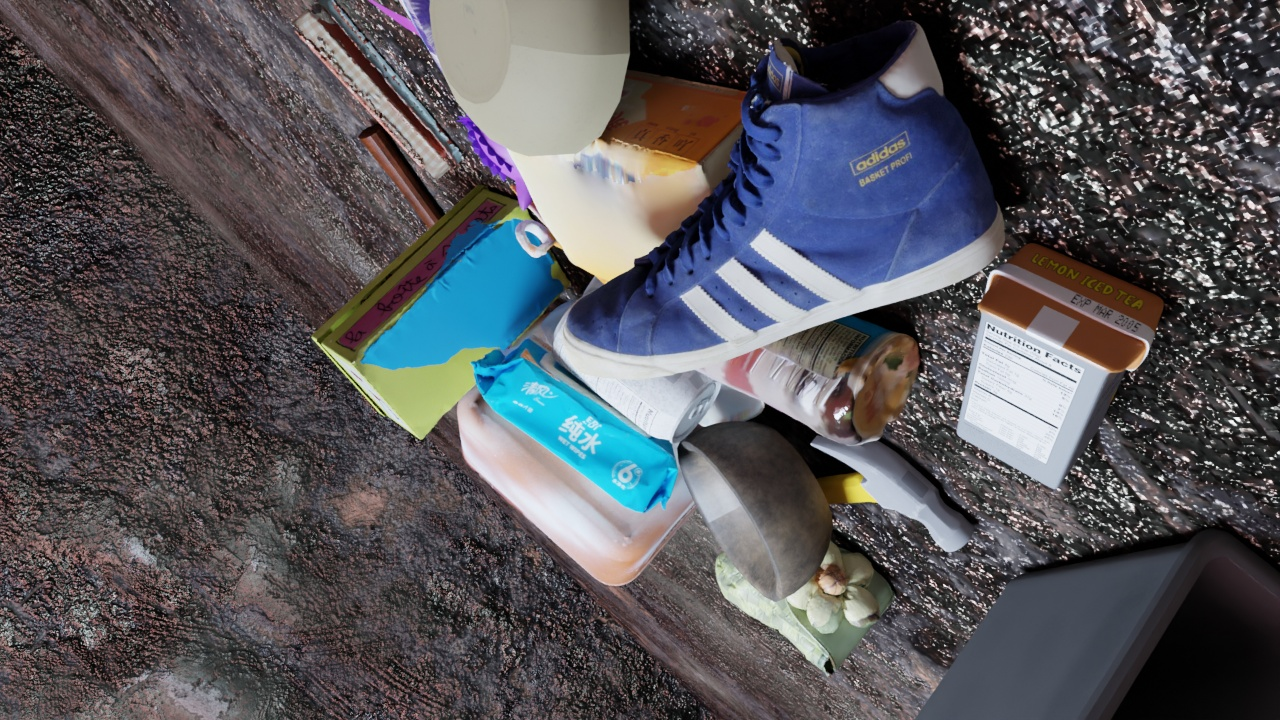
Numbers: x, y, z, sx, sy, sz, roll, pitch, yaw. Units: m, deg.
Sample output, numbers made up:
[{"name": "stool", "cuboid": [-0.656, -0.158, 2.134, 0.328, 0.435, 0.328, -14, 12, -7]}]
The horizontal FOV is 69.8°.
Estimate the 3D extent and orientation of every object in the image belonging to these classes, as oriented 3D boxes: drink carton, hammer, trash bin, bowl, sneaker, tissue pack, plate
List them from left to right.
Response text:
[{"name": "hammer", "cuboid": [-0.221, -0.139, 1.049, 0.111, 0.028, 0.301, 20, 151, 47]}, {"name": "bowl", "cuboid": [-0.074, -0.187, 0.507, 0.152, 0.050, 0.152, 26, 126, 43]}, {"name": "tissue pack", "cuboid": [-0.057, 0.051, 0.832, 0.209, 0.066, 0.117, 36, -171, -6]}, {"name": "trash bin", "cuboid": [-0.055, 0.093, 0.985, 0.260, 0.181, 0.158, 41, 160, 9]}, {"name": "plate", "cuboid": [0.029, -0.013, 0.832, 0.187, 0.016, 0.187, 44, 161, -2]}, {"name": "sneaker", "cuboid": [0.042, -0.075, 0.438, 0.233, 0.091, 0.118, -13, 127, 22]}, {"name": "bowl", "cuboid": [0.104, 0.123, 0.803, 0.162, 0.070, 0.162, 55, 165, 22]}, {"name": "hammer", "cuboid": [0.163, 0.120, 0.839, 0.127, 0.029, 0.324, 44, 162, -4]}, {"name": "drink carton", "cuboid": [0.207, 0.006, 0.468, 0.076, 0.048, 0.125, 32, 159, 29]}, {"name": "trash bin", "cuboid": [0.275, 0.216, 0.567, 0.097, 0.191, 0.220, 40, 163, 8]}]

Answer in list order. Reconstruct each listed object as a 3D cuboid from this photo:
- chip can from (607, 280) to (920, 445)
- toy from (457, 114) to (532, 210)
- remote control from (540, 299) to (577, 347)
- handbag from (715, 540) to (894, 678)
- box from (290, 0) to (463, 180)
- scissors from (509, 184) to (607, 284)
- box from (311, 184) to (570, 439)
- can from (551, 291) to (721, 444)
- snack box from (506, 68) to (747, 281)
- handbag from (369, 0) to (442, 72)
[{"name": "chip can", "cuboid": [0.074, -0.018, 0.639, 0.230, 0.079, 0.080, 27, 156, 41]}, {"name": "toy", "cuboid": [-0.096, -0.162, 0.701, 0.088, 0.055, 0.106, 47, 165, -10]}, {"name": "remote control", "cuboid": [-0.047, -0.005, 0.896, 0.060, 0.028, 0.114, -30, 103, 42]}, {"name": "handbag", "cuboid": [0.161, 0.227, 0.945, 0.186, 0.113, 0.117, 30, 150, 35]}, {"name": "box", "cuboid": [-0.242, -0.240, 0.839, 0.060, 0.057, 0.187, -27, 114, 36]}, {"name": "scissors", "cuboid": [-0.062, -0.095, 0.729, 0.125, 0.011, 0.129, 44, -158, 3]}, {"name": "box", "cuboid": [-0.181, -0.049, 0.870, 0.082, 0.220, 0.124, 24, 156, 40]}, {"name": "can", "cuboid": [-0.005, 0.005, 0.787, 0.136, 0.078, 0.078, 37, 161, 17]}, {"name": "snack box", "cuboid": [0.003, -0.104, 0.591, 0.195, 0.080, 0.145, 26, 154, 41]}, {"name": "handbag", "cuboid": [-0.161, -0.261, 0.626, 0.170, 0.068, 0.145, 36, 161, 39]}]
